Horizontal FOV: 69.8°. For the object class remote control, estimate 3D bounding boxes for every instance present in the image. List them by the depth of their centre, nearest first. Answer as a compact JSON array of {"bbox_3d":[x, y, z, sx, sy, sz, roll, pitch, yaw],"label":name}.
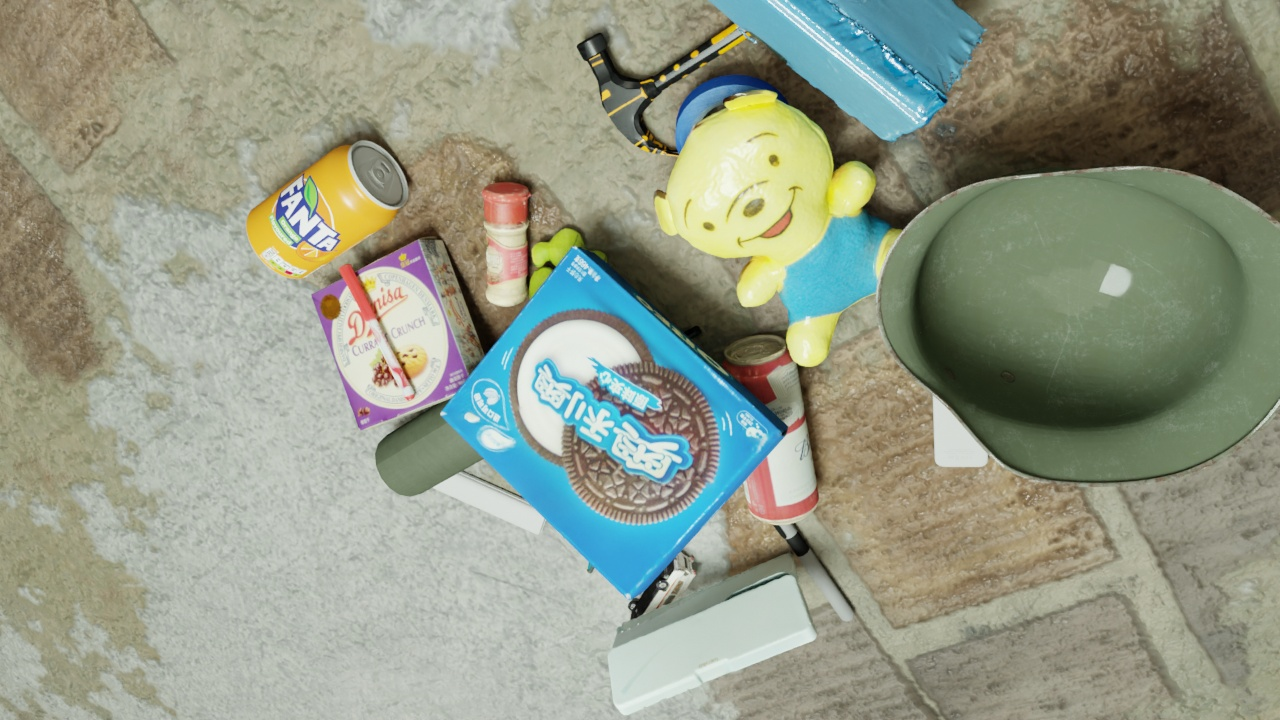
[{"bbox_3d":[0.278,0.028,0.797,0.045,0.008,0.147,-2,115,18],"label":"remote control"},{"bbox_3d":[-0.163,0.150,0.987,0.131,0.012,0.033,23,120,5],"label":"remote control"}]

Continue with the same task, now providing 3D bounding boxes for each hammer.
[{"bbox_3d":[0.105,-0.263,0.692,0.321,0.036,0.123,-24,110,27],"label":"hammer"}]

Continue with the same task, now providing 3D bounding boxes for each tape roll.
[{"bbox_3d":[0.075,-0.182,0.731,0.092,0.016,0.093,-34,122,31],"label":"tape roll"}]

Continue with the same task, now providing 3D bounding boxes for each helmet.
[{"bbox_3d":[0.304,-0.049,0.667,0.268,0.153,0.227,14,117,4],"label":"helmet"}]

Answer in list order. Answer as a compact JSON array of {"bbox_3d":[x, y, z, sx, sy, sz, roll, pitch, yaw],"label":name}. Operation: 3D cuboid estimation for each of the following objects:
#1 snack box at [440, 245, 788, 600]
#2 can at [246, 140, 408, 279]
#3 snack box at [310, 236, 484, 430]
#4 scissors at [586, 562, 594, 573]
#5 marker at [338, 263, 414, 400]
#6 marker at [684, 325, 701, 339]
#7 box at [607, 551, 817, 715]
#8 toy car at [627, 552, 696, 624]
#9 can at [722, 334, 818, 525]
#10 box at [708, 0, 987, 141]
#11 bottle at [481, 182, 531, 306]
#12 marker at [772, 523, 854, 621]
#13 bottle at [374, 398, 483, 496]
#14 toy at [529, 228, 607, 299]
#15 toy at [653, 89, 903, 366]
[{"bbox_3d":[-0.026,0.051,0.786,0.239,0.056,0.196,42,102,10],"label":"snack box"},{"bbox_3d":[-0.288,-0.138,0.844,0.143,0.078,0.079,-26,106,26],"label":"can"},{"bbox_3d":[-0.230,-0.024,0.881,0.144,0.040,0.148,-21,89,25],"label":"snack box"},{"bbox_3d":[-0.018,0.178,0.955,0.128,0.019,0.153,-24,105,24],"label":"scissors"},{"bbox_3d":[-0.246,-0.026,0.857,0.013,0.012,0.142,-30,85,27],"label":"marker"},{"bbox_3d":[-0.005,0.005,0.870,0.152,0.011,0.011,-30,104,26],"label":"marker"},{"bbox_3d":[0.062,0.251,0.873,0.197,0.136,0.049,-24,108,9],"label":"box"},{"bbox_3d":[0.022,0.246,0.967,0.039,0.039,0.113,17,122,-16],"label":"toy car"},{"bbox_3d":[0.117,0.064,0.830,0.067,0.067,0.170,-6,113,19],"label":"can"},{"bbox_3d":[0.125,-0.263,0.632,0.231,0.094,0.102,37,93,-5],"label":"box"},{"bbox_3d":[-0.121,-0.105,0.832,0.044,0.044,0.109,10,118,12],"label":"bottle"},{"bbox_3d":[0.171,0.204,0.912,0.016,0.016,0.140,-29,105,27],"label":"marker"},{"bbox_3d":[-0.173,0.067,0.916,0.207,0.071,0.071,-29,104,27],"label":"bottle"},{"bbox_3d":[-0.067,-0.067,0.840,0.094,0.036,0.094,42,112,-8],"label":"toy"},{"bbox_3d":[0.111,-0.110,0.721,0.214,0.083,0.149,38,115,-20],"label":"toy"}]
